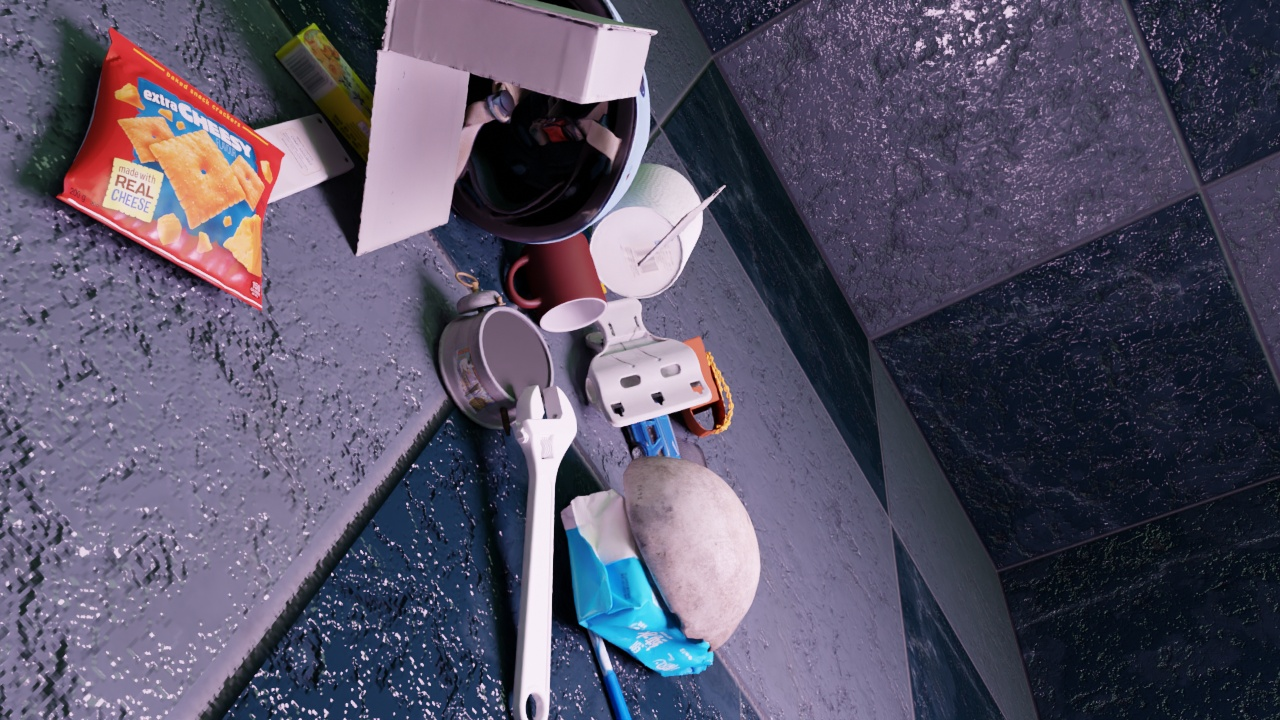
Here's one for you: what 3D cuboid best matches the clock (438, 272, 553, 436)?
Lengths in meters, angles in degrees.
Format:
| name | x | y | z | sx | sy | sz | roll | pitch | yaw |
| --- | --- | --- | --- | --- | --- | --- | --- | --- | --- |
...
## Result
| name | x | y | z | sx | sy | sz | roll | pitch | yaw |
| --- | --- | --- | --- | --- | --- | --- | --- | --- | --- |
| clock | -0.128 | -0.008 | 0.788 | 0.103 | 0.056 | 0.148 | -18 | 87 | -60 |

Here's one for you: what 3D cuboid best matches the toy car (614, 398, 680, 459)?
| name | x | y | z | sx | sy | sz | roll | pitch | yaw |
| --- | --- | --- | --- | --- | --- | --- | --- | --- | --- |
| toy car | 0.008 | 0.071 | 1.030 | 0.056 | 0.044 | 0.120 | 6 | 59 | -65 |

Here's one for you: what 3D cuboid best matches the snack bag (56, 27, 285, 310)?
| name | x | y | z | sx | sy | sz | roll | pitch | yaw |
| --- | --- | --- | --- | --- | --- | --- | --- | --- | --- |
| snack bag | -0.284 | -0.116 | 0.571 | 0.130 | 0.039 | 0.143 | 38 | 34 | -47 |

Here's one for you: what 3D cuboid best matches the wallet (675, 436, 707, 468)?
| name | x | y | z | sx | sy | sz | roll | pitch | yaw |
| --- | --- | --- | --- | --- | --- | --- | --- | --- | --- |
| wallet | 0.055 | 0.137 | 1.090 | 0.115 | 0.026 | 0.089 | 22 | 47 | -60 |

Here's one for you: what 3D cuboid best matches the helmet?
| name | x | y | z | sx | sy | sz | roll | pitch | yaw |
| --- | --- | --- | --- | --- | --- | --- | --- | --- | --- |
| helmet | -0.098 | -0.257 | 0.904 | 0.166 | 0.226 | 0.266 | -54 | 143 | -67 |

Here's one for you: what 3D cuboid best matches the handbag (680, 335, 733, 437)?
| name | x | y | z | sx | sy | sz | roll | pitch | yaw |
| --- | --- | --- | --- | --- | --- | --- | --- | --- | --- |
| handbag | 0.073 | 0.037 | 1.116 | 0.172 | 0.060 | 0.109 | 88 | -18 | -83 |

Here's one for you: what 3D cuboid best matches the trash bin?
| name | x | y | z | sx | sy | sz | roll | pitch | yaw |
| --- | --- | --- | --- | --- | --- | --- | --- | --- | --- |
| trash bin | 0.003 | -0.147 | 1.068 | 0.133 | 0.133 | 0.161 | 57 | 17 | -17 |

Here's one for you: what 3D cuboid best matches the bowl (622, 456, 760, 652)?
| name | x | y | z | sx | sy | sz | roll | pitch | yaw |
| --- | --- | --- | --- | --- | --- | --- | --- | --- | --- |
| bowl | 0.059 | 0.156 | 0.813 | 0.178 | 0.081 | 0.178 | 61 | 10 | -18 |

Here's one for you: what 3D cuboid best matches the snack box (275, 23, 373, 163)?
| name | x | y | z | sx | sy | sz | roll | pitch | yaw |
| --- | --- | --- | --- | --- | --- | --- | --- | --- | --- |
| snack box | -0.245 | -0.214 | 0.788 | 0.148 | 0.029 | 0.040 | 52 | 24 | -27 |

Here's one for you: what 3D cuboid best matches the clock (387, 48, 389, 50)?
| name | x | y | z | sx | sy | sz | roll | pitch | yaw |
| --- | --- | --- | --- | --- | --- | --- | --- | --- | --- |
| clock | -0.216 | -0.325 | 0.967 | 0.094 | 0.043 | 0.119 | 51 | 24 | -33 |

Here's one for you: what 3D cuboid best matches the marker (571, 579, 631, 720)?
| name | x | y | z | sx | sy | sz | roll | pitch | yaw |
| --- | --- | --- | --- | --- | --- | --- | --- | --- | --- |
| marker | -0.032 | 0.252 | 0.774 | 0.013 | 0.013 | 0.141 | 11 | 55 | -64 |

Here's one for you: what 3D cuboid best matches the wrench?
| name | x | y | z | sx | sy | sz | roll | pitch | yaw |
| --- | --- | --- | --- | --- | --- | --- | --- | --- | --- |
| wrench | -0.079 | 0.143 | 0.714 | 0.066 | 0.018 | 0.272 | 35 | 47 | -49 |

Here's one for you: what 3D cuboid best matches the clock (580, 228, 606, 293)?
| name | x | y | z | sx | sy | sz | roll | pitch | yaw |
| --- | --- | --- | --- | --- | --- | --- | --- | --- | --- |
| clock | -0.076 | -0.129 | 1.071 | 0.129 | 0.044 | 0.099 | 41 | 30 | -59 |

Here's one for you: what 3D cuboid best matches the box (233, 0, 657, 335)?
| name | x | y | z | sx | sy | sz | roll | pitch | yaw |
| --- | --- | --- | --- | --- | --- | --- | --- | --- | --- |
| box | -0.170 | -0.171 | 0.768 | 0.172 | 0.381 | 0.167 | 45 | 23 | -2 |

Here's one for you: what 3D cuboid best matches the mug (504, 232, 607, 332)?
| name | x | y | z | sx | sy | sz | roll | pitch | yaw |
| --- | --- | --- | --- | --- | --- | --- | --- | --- | --- |
| mug | -0.094 | -0.082 | 0.950 | 0.105 | 0.073 | 0.082 | -3 | 65 | -35 |

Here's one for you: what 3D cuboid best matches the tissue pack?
| name | x | y | z | sx | sy | sz | roll | pitch | yaw |
| --- | --- | --- | --- | --- | --- | --- | --- | --- | --- |
| tissue pack | 0.003 | 0.204 | 0.816 | 0.209 | 0.066 | 0.116 | 48 | 20 | -49 |

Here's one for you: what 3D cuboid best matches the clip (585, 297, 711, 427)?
| name | x | y | z | sx | sy | sz | roll | pitch | yaw |
| --- | --- | --- | --- | --- | --- | --- | --- | --- | --- |
| clip | -0.006 | 0.005 | 0.991 | 0.124 | 0.075 | 0.144 | -13 | 54 | -27 |

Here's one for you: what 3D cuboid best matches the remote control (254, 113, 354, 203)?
| name | x | y | z | sx | sy | sz | roll | pitch | yaw |
| --- | --- | --- | --- | --- | --- | --- | --- | --- | --- |
| remote control | -0.266 | -0.154 | 0.695 | 0.050 | 0.011 | 0.135 | 58 | 22 | -14 |
